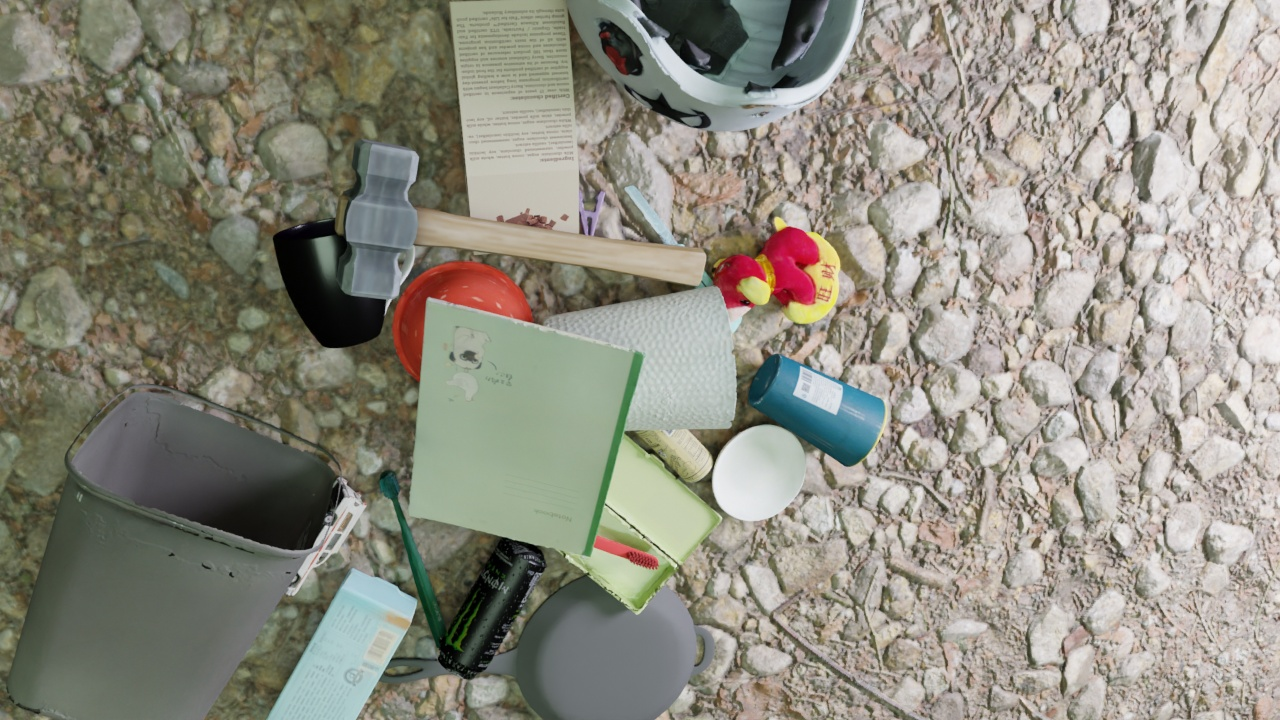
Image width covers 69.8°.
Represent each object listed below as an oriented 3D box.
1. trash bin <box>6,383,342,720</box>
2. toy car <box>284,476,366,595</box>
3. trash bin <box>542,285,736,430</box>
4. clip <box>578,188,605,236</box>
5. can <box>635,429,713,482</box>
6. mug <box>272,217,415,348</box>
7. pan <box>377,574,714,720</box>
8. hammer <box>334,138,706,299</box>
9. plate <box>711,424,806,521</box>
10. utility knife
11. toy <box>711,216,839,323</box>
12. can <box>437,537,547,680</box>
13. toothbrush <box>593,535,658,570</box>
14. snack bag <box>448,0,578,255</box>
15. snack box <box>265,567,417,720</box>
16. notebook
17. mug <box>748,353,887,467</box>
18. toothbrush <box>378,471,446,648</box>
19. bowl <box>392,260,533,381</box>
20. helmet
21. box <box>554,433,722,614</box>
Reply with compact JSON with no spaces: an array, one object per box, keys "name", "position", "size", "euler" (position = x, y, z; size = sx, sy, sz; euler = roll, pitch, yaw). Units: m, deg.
[{"name":"trash bin","position":[-0.394,0.175,0.770],"size":[0.197,0.197,0.220],"euler":[26,103,-18]},{"name":"toy car","position":[-0.299,0.167,0.864],"size":[0.039,0.039,0.113],"euler":[27,98,-38]},{"name":"trash bin","position":[-0.005,0.005,0.841],"size":[0.161,0.133,0.133],"euler":[-6,105,-6]},{"name":"clip","position":[-0.052,-0.139,0.853],"size":[0.046,0.014,0.050],"euler":[30,94,-17]},{"name":"can","position":[0.034,0.083,0.911],"size":[0.038,0.038,0.079],"euler":[-44,108,1]},{"name":"mug","position":[-0.248,-0.071,0.799],"size":[0.118,0.085,0.100],"euler":[-24,116,-36]},{"name":"pan","position":[-0.093,0.315,0.949],"size":[0.354,0.024,0.217],"euler":[0,103,-12]},{"name":"hammer","position":[-0.090,-0.099,0.780],"size":[0.322,0.051,0.117],"euler":[5,106,-26]},{"name":"plate","position":[0.117,0.112,0.939],"size":[0.104,0.026,0.104],"euler":[-5,107,-18]},{"name":"utility knife","position":[0.041,-0.098,0.884],"size":[0.022,0.016,0.177],"euler":[-41,105,-5]},{"name":"toy","position":[0.133,-0.085,0.880],"size":[0.137,0.067,0.105],"euler":[-8,96,-21]},{"name":"can","position":[-0.145,0.240,0.896],"size":[0.054,0.054,0.137],"euler":[31,88,-17]},{"name":"toothbrush","position":[-0.079,0.164,0.886],"size":[0.212,0.018,0.012],"euler":[22,94,-10]},{"name":"snack bag","position":[-0.107,-0.198,0.796],"size":[0.094,0.070,0.206],"euler":[-6,105,-11]},{"name":"snack box","position":[-0.289,0.293,0.884],"size":[0.075,0.053,0.175],"euler":[29,95,-11]},{"name":"notebook","position":[-0.109,0.070,0.809],"size":[0.182,0.010,0.253],"euler":[14,126,-2]},{"name":"mug","position":[0.173,0.045,0.915],"size":[0.121,0.078,0.078],"euler":[28,96,-12]},{"name":"toothbrush","position":[-0.219,0.196,0.891],"size":[0.016,0.017,0.190],"euler":[-16,103,-6]},{"name":"bowl","position":[-0.161,-0.024,0.840],"size":[0.130,0.045,0.130],"euler":[-3,104,-11]},{"name":"helmet","position":[0.040,-0.308,0.748],"size":[0.264,0.164,0.236],"euler":[30,75,-20]},{"name":"box","position":[-0.028,0.147,0.911],"size":[0.187,0.024,0.137],"euler":[40,94,-11]}]
